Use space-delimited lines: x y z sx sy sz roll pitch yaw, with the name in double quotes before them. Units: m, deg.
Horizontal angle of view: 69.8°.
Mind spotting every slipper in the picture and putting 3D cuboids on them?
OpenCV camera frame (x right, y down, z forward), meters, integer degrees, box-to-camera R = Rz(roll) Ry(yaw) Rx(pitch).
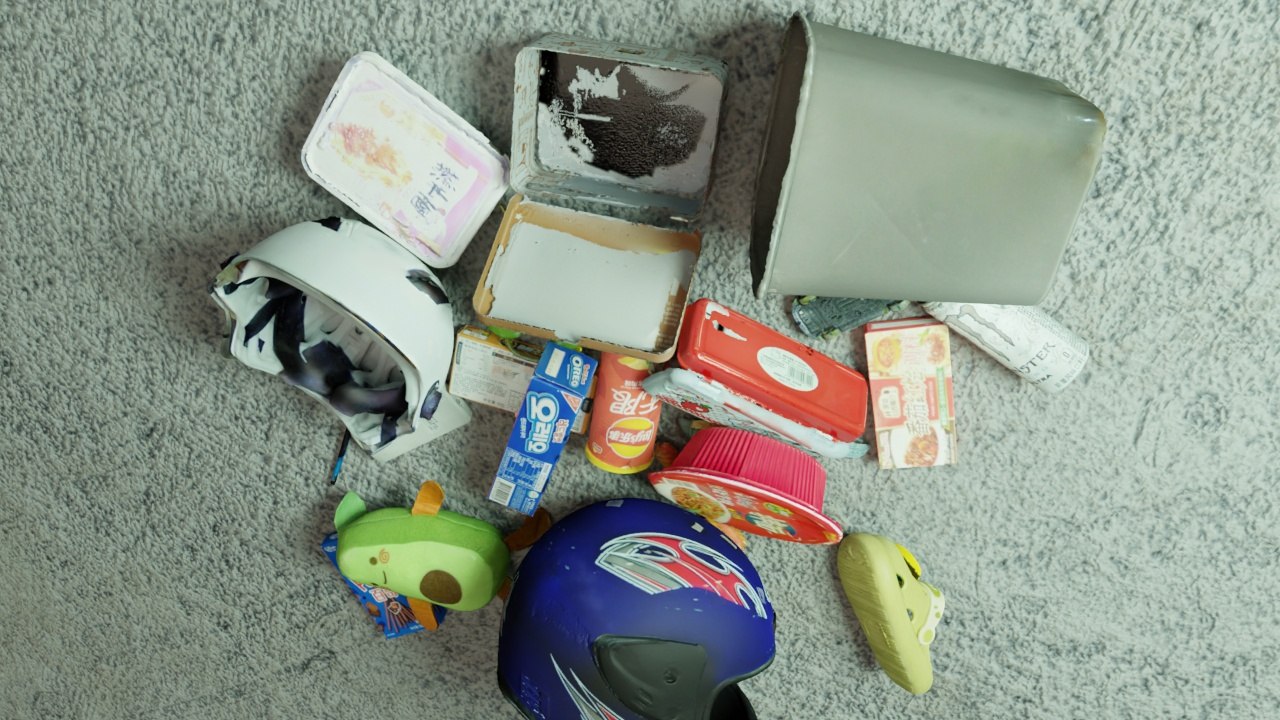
"slipper" 0.273 0.258 0.971 0.081 0.092 0.190 -26 103 -19

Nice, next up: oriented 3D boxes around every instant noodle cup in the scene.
"instant noodle cup" -0.209 -0.187 0.850 0.173 0.060 0.138 36 118 -9
"instant noodle cup" 0.107 0.118 0.894 0.194 0.065 0.194 17 162 5

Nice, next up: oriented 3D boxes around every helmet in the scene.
"helmet" 0.020 0.276 0.940 0.315 0.247 0.240 31 97 -12
"helmet" -0.269 -0.043 0.871 0.229 0.145 0.259 33 145 -4

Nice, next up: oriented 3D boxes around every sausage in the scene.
"sausage" 0.065 0.148 0.983 0.021 0.021 0.165 -31 106 24

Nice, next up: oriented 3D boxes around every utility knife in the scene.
"utility knife" 0.136 0.081 0.942 0.195 0.020 0.031 4 123 5

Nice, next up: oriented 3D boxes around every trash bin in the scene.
"trash bin" 0.207 -0.149 0.716 0.220 0.198 0.199 8 120 0

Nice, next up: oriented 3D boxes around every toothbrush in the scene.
"toothbrush" -0.328 0.072 1.034 0.016 0.014 0.190 26 120 -1

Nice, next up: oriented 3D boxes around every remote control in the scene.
"remote control" -0.253 0.068 1.008 0.135 0.019 0.056 -25 122 22

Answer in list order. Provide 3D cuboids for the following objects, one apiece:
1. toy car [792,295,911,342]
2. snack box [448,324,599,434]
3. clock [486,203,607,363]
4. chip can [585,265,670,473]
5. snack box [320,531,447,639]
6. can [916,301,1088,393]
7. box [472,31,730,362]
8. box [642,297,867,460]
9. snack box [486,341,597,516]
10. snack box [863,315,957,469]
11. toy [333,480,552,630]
"toy car" 0.197 -0.060 0.842 0.121 0.036 0.054 -28 109 34
"snack box" -0.121 0.020 0.956 0.154 0.026 0.075 17 119 4
"clock" -0.095 -0.069 0.887 0.116 0.056 0.161 12 119 7
"chip can" -0.005 0.005 0.898 0.073 0.073 0.217 13 118 5
"snack box" -0.313 0.268 1.124 0.085 0.026 0.157 -21 111 21
"can" 0.321 -0.032 0.815 0.146 0.058 0.058 33 118 -6
"box" -0.030 -0.143 0.792 0.179 0.130 0.272 11 93 7
"box" 0.107 0.032 0.870 0.201 0.095 0.102 25 145 -18
"snack box" -0.102 0.074 0.927 0.057 0.058 0.208 22 133 -3
"snack box" 0.259 0.033 0.880 0.075 0.025 0.153 -6 115 14
"toy" -0.230 0.225 1.044 0.246 0.089 0.227 8 116 -4
